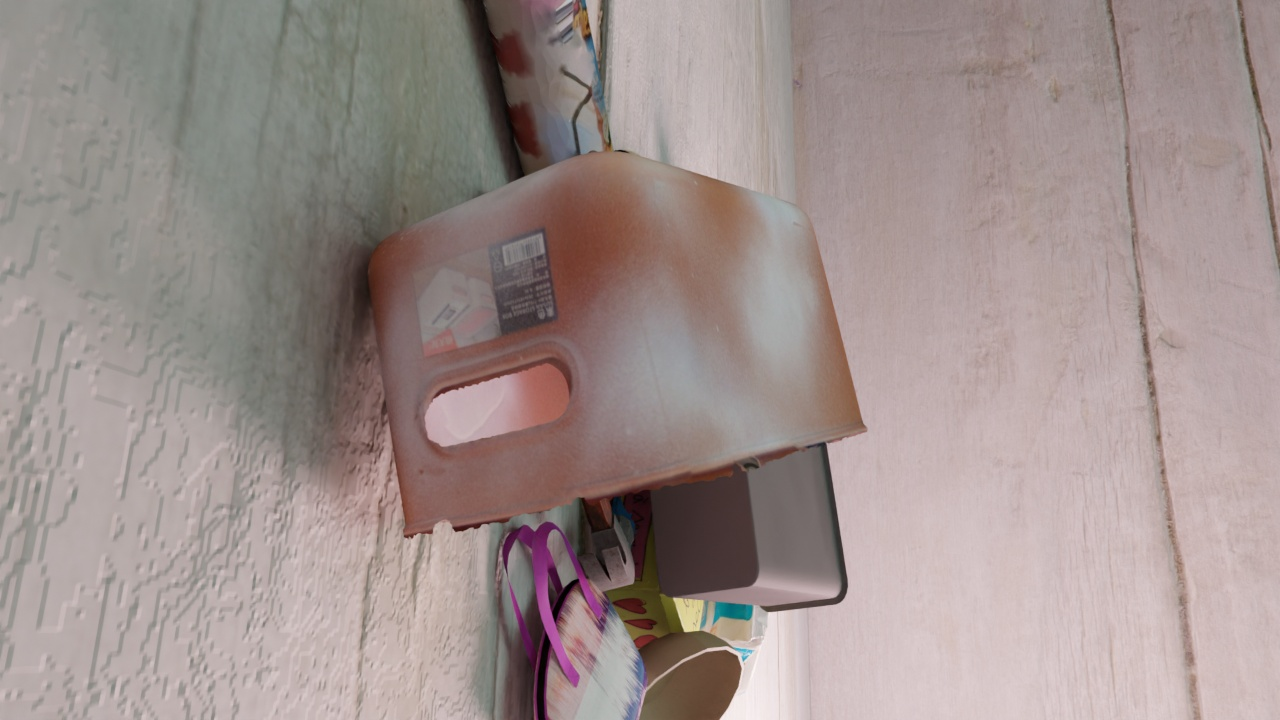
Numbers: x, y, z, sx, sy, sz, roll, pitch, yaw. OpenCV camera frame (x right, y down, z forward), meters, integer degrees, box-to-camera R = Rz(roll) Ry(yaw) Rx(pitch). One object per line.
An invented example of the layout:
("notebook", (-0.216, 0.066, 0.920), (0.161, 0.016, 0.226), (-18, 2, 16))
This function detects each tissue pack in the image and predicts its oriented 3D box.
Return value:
("tissue pack", (0.092, 0.286, 1.029), (0.210, 0.066, 0.116), (114, -12, -54))

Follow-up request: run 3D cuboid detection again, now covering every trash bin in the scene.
("trash bin", (0.099, 0.125, 0.837), (0.219, 0.098, 0.191), (27, 53, -56))
("trash bin", (-0.004, -0.007, 0.517), (0.259, 0.182, 0.157), (-2, 79, -58))

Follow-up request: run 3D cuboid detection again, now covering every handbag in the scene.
("handbag", (-0.054, 0.190, 0.649), (0.144, 0.068, 0.170), (-66, 143, -61))

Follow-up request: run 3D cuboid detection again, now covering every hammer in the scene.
("hammer", (-0.055, 0.026, 0.648), (0.111, 0.028, 0.301), (-93, 167, -73))

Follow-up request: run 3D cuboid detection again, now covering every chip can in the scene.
("chip can", (-0.065, -0.201, 0.647), (0.079, 0.080, 0.230), (-69, 151, -57))

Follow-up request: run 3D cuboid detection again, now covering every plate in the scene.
("plate", (0.138, 0.305, 1.105), (0.187, 0.016, 0.187), (82, 24, -80))

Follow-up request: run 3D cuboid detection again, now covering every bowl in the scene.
("bowl", (0.015, 0.289, 0.788), (0.152, 0.050, 0.153), (-23, 133, -28))

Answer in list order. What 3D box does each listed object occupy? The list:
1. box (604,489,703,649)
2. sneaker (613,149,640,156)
("box", (0.022, 0.164, 0.887), (0.220, 0.082, 0.124), (-79, 159, -48))
("sneaker", (0.052, -0.094, 0.883), (0.118, 0.092, 0.233), (-14, 86, -37))
